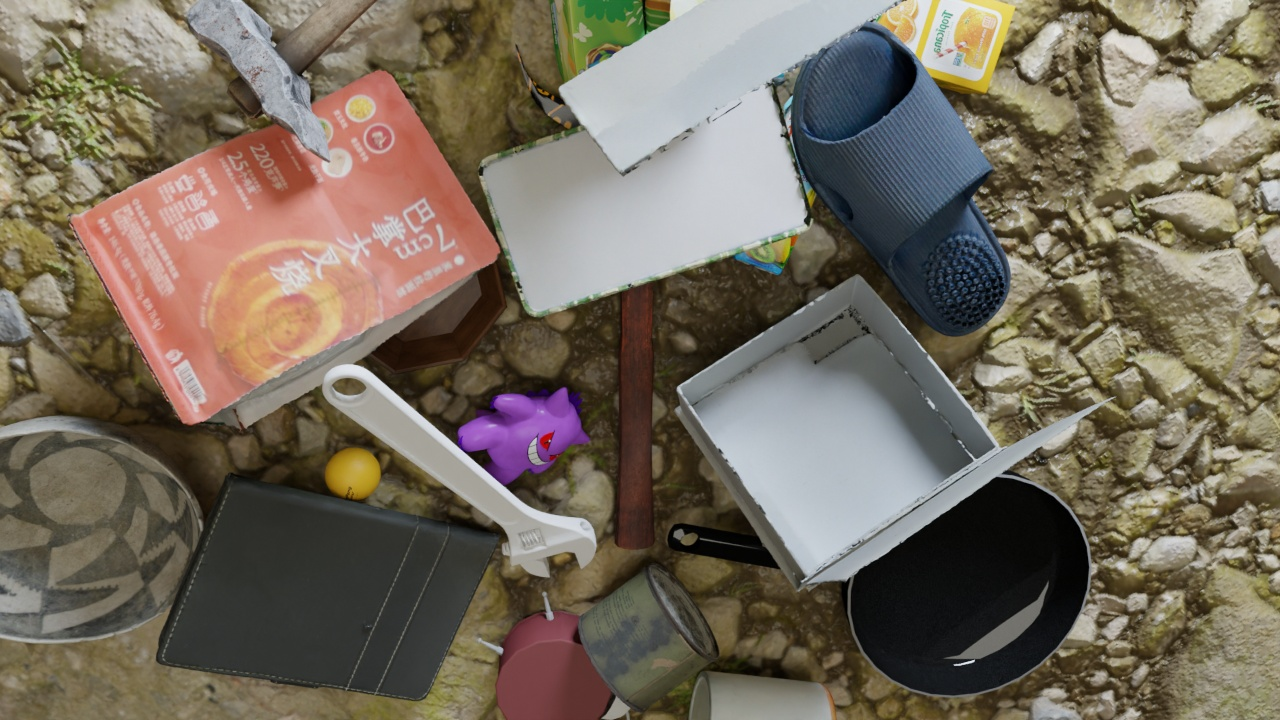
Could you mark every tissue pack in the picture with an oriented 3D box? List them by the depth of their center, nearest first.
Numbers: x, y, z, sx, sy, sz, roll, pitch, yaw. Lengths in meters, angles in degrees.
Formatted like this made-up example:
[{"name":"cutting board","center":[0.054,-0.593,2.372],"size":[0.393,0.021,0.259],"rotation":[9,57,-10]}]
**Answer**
[{"name":"tissue pack","center":[0.001,-0.254,0.520],"size":[0.120,0.141,0.198],"rotation":[-15,112,-8]}]

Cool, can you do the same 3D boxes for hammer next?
[{"name":"hammer","center":[-0.138,-0.268,0.582],"size":[0.319,0.049,0.121],"rotation":[-42,82,2]},{"name":"hammer","center":[0.012,-0.303,0.602],"size":[0.123,0.036,0.321],"rotation":[18,106,-9]},{"name":"hammer","center":[-0.004,0.004,0.693],"size":[0.111,0.028,0.301],"rotation":[-1,107,-6]}]

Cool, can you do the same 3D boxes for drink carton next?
[{"name":"drink carton","center":[0.184,-0.230,0.634],"size":[0.122,0.040,0.058],"rotation":[13,105,-9]},{"name":"drink carton","center":[0.105,-0.128,0.657],"size":[0.044,0.038,0.129],"rotation":[20,103,-7]}]

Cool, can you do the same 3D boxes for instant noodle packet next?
[{"name":"instant noodle packet","center":[-0.224,-0.078,0.602],"size":[0.221,0.084,0.164],"rotation":[-33,80,-2]}]

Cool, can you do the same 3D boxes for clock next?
[{"name":"clock","center":[-0.065,0.264,0.752],"size":[0.096,0.048,0.137],"rotation":[-36,106,6]}]

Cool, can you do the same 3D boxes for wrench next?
[{"name":"wrench","center":[-0.122,0.086,0.656],"size":[0.066,0.018,0.273],"rotation":[-30,131,14]}]

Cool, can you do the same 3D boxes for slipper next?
[{"name":"slipper","center":[0.193,-0.104,0.625],"size":[0.101,0.082,0.263],"rotation":[-38,120,5]}]

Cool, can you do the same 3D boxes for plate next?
[{"name":"plate","center":[-0.163,-0.057,0.660],"size":[0.131,0.025,0.131],"rotation":[-1,107,-5]}]

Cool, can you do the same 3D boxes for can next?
[{"name":"can","center":[0.006,0.218,0.723],"size":[0.074,0.089,0.090],"rotation":[-38,106,6]}]

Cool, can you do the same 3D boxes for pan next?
[{"name":"pan","center":[0.193,0.166,0.750],"size":[0.355,0.044,0.204],"rotation":[12,105,-9]}]

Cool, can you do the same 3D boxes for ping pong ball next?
[{"name":"ping pong ball","center":[-0.216,0.085,0.690],"size":[0.040,0.040,0.040],"rotation":[-1,106,-5]}]

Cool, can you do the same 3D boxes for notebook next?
[{"name":"notebook","center":[-0.234,0.180,0.697],"size":[0.209,0.029,0.170],"rotation":[21,105,-25]}]

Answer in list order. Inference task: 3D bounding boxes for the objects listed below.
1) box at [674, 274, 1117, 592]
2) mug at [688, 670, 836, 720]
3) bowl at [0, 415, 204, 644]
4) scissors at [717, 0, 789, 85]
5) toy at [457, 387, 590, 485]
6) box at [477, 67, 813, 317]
[{"name":"box","center":[0.192,0.114,0.493],"size":[0.167,0.512,0.173],"rotation":[-33,117,-6]},{"name":"mug","center":[0.099,0.305,0.762],"size":[0.105,0.082,0.082],"rotation":[9,105,-7]},{"name":"bowl","center":[-0.406,0.109,0.654],"size":[0.178,0.081,0.179],"rotation":[-9,118,-19]},{"name":"scissors","center":[0.075,-0.224,0.636],"size":[0.126,0.019,0.144],"rotation":[-41,112,2]},{"name":"toy","center":[-0.084,0.051,0.684],"size":[0.088,0.055,0.106],"rotation":[-14,142,4]},{"name":"box","center":[0.004,-0.111,0.616],"size":[0.205,0.050,0.117],"rotation":[-19,97,3]}]
